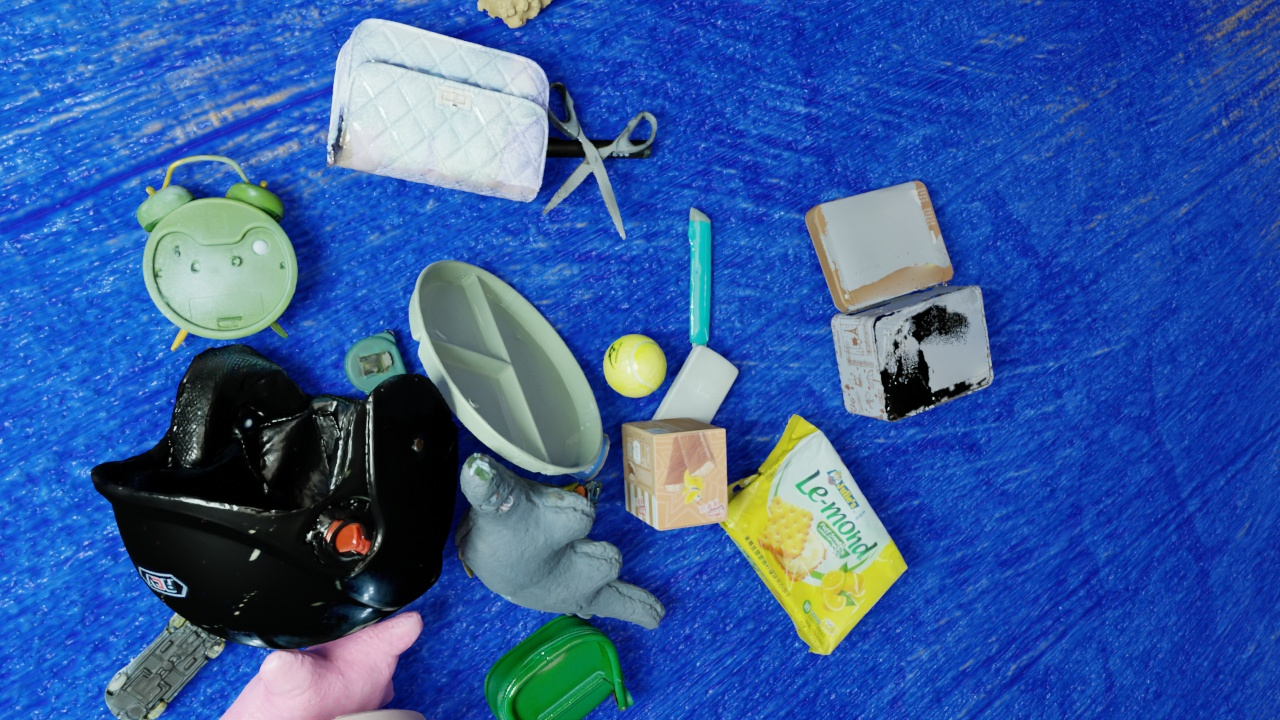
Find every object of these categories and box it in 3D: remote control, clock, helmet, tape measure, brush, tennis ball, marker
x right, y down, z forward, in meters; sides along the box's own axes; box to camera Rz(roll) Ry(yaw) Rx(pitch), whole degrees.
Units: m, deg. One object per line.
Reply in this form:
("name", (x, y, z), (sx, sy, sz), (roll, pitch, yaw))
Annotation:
("remote control", (0.048, 0.058, 0.993), (0.058, 0.021, 0.150), (34, 82, -19))
("clock", (-0.356, -0.093, 0.773), (0.116, 0.056, 0.161), (-8, 95, -27))
("helmet", (-0.270, 0.111, 0.717), (0.274, 0.234, 0.230), (-20, 111, -54))
("tape measure", (-0.245, 0.005, 0.848), (0.054, 0.025, 0.058), (-22, 100, -25))
("brush", (-0.062, -0.403, 0.926), (0.254, 0.046, 0.083), (-30, 100, -27))
("tennis ball", (-0.006, 0.006, 0.945), (0.065, 0.066, 0.065), (-1, 92, -27))
("marker", (-0.050, -0.218, 0.944), (0.131, 0.020, 0.022), (-6, 65, -25))

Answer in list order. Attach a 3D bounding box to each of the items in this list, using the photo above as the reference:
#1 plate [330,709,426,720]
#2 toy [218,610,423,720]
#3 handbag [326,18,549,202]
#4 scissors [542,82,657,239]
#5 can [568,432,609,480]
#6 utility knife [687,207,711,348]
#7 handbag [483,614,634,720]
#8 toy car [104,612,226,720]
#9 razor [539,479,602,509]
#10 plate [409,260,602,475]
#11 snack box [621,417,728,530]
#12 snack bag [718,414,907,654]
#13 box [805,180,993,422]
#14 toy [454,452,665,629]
("plate", (-0.281, 0.338, 0.752), (0.229, 0.230, 0.028), (-8, 58, -26))
("toy", (-0.285, 0.295, 0.783), (0.194, 0.074, 0.179), (-6, 132, -52))
("handbag", (-0.183, -0.227, 0.845), (0.193, 0.076, 0.134), (5, 89, -26))
("scissors", (-0.042, -0.203, 0.924), (0.159, 0.014, 0.177), (-17, 83, -25))
("can", (-0.100, 0.071, 0.906), (0.134, 0.053, 0.053), (27, 79, -25))
("utility knife", (0.064, -0.070, 1.007), (0.029, 0.013, 0.193), (0, 92, -24))
("handbag", (-0.079, 0.329, 0.916), (0.131, 0.068, 0.120), (-34, 107, -22))
("toy car", (-0.399, 0.255, 0.774), (0.049, 0.031, 0.105), (48, 70, -19))
("razor", (-0.102, 0.128, 0.925), (0.142, 0.022, 0.042), (18, 81, -25))
("plate", (-0.119, 0.008, 0.826), (0.028, 0.229, 0.230), (-36, 111, 20))
("snack box", (0.034, 0.112, 0.929), (0.077, 0.093, 0.094), (-4, 95, -21))
("snack bag", (0.190, 0.203, 1.047), (0.157, 0.068, 0.246), (-41, 108, -19))
("box", (0.309, -0.076, 1.091), (0.177, 0.088, 0.262), (-16, 100, -25))
("toy", (-0.095, 0.176, 0.856), (0.356, 0.138, 0.091), (56, 37, -48))
